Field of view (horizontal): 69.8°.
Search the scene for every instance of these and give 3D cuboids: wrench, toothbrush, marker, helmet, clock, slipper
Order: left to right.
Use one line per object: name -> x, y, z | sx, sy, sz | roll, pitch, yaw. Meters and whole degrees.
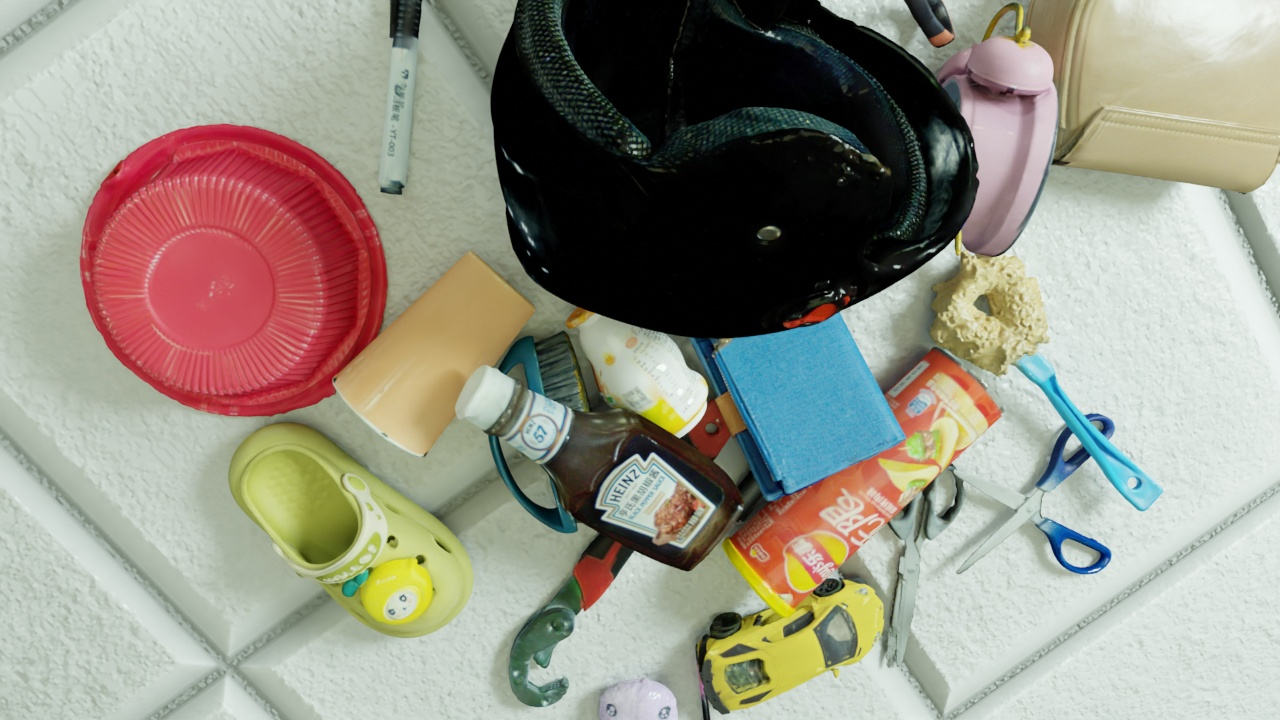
slipper -> -0.200, 0.124, 0.617 | 0.092, 0.081, 0.190 | -44, 103, 6
marker -> -0.155, -0.172, 0.585 | 0.022, 0.018, 0.131 | 9, 101, -1
wrench -> -0.017, 0.143, 0.679 | 0.056, 0.016, 0.273 | 32, 97, -14
toothbrush -> 0.054, 0.311, 0.731 | 0.018, 0.014, 0.189 | -7, 104, 7
helmet -> 0.047, -0.125, 0.520 | 0.274, 0.231, 0.233 | 12, 59, -25
marker -> 0.108, 0.065, 0.677 | 0.022, 0.020, 0.132 | 34, 97, -31
clock -> 0.221, -0.148, 0.596 | 0.060, 0.117, 0.158 | 12, 103, 1

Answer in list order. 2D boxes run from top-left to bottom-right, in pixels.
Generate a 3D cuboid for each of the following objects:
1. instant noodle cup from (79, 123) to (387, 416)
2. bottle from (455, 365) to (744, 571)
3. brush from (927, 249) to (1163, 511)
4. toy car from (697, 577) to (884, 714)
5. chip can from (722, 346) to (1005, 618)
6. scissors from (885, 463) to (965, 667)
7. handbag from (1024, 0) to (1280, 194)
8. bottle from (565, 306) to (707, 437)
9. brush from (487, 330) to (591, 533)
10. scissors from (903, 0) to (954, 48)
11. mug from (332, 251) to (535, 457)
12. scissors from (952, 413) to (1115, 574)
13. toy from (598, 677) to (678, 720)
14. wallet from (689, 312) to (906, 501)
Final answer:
instant noodle cup -> -0.259, -0.049, 0.575 | 0.193, 0.066, 0.194 | -2, 104, -9
bottle -> -0.027, 0.065, 0.588 | 0.195, 0.044, 0.080 | 32, 104, -22
brush -> 0.304, 0.021, 0.679 | 0.083, 0.046, 0.254 | -46, 104, -3
toy car -> 0.117, 0.216, 0.703 | 0.156, 0.041, 0.071 | -20, 107, -5
chip can -> 0.158, 0.087, 0.663 | 0.216, 0.073, 0.073 | -45, 105, 3
scissors -> 0.202, 0.159, 0.718 | 0.136, 0.014, 0.175 | 37, 97, -16
handbag -> 0.354, -0.196, 0.614 | 0.204, 0.099, 0.148 | 6, 110, -10
bottle -> -0.004, 0.004, 0.623 | 0.063, 0.063, 0.108 | -39, 106, 2
brush -> -0.067, 0.053, 0.630 | 0.073, 0.055, 0.144 | -13, 105, -7
scissors -> 0.147, -0.235, 0.529 | 0.015, 0.215, 0.195 | -21, 141, 28
mug -> -0.129, -0.007, 0.600 | 0.078, 0.078, 0.123 | 43, 89, -15
scissors -> 0.314, 0.110, 0.716 | 0.172, 0.012, 0.162 | 27, 95, -17
toy -> -0.006, 0.292, 0.705 | 0.084, 0.039, 0.108 | 7, 103, 2
wallet -> 0.105, 0.018, 0.632 | 0.106, 0.040, 0.133 | -24, 74, -2
